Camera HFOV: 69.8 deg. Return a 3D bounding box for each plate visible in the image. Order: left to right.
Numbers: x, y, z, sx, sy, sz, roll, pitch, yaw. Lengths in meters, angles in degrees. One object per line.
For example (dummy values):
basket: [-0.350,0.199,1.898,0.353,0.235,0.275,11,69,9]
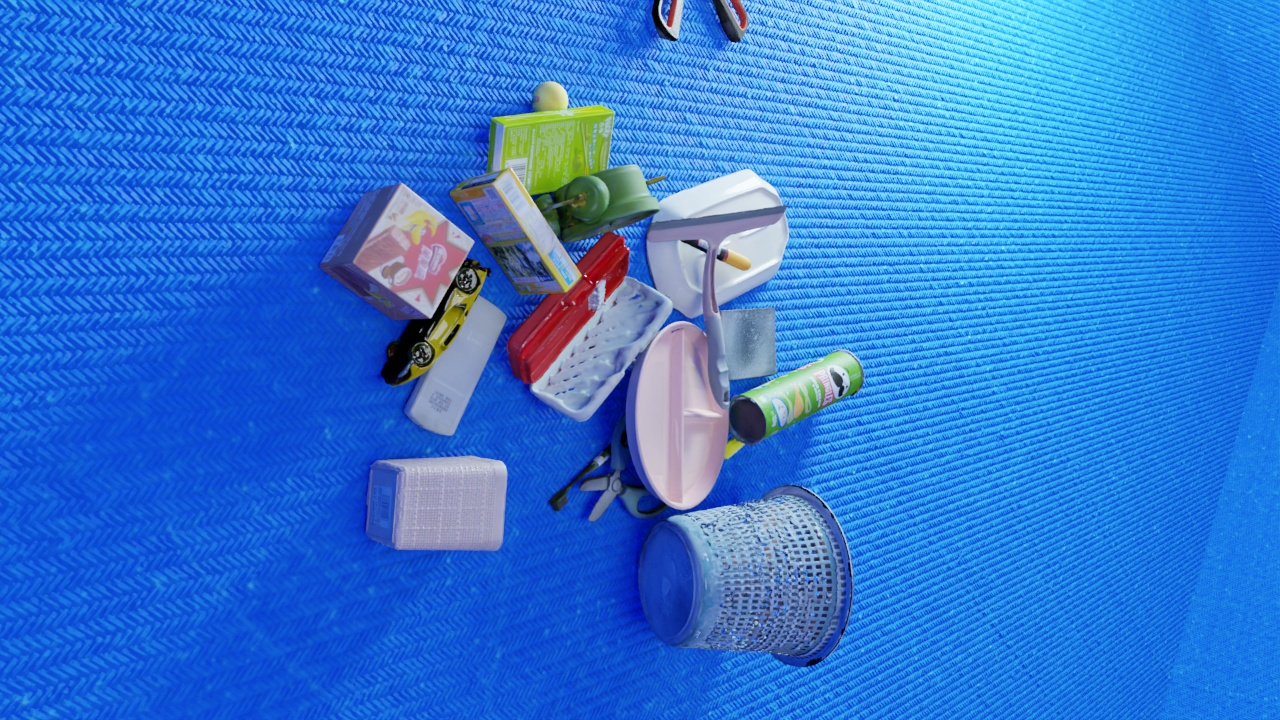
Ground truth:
plate: [0.047,0.067,1.128,0.229,0.028,0.229,4,86,-58]
plate: [0.115,-0.158,1.214,0.264,0.034,0.162,-26,108,-38]

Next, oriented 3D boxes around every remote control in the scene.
remote control: [-0.192,0.003,0.956,0.058,0.021,0.149,36,68,-36]

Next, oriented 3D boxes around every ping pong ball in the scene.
ping pong ball: [-0.100,-0.288,1.017,0.040,0.040,0.040,-1,92,-41]

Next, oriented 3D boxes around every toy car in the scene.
toy car: [-0.205,-0.037,0.913,0.041,0.071,0.155,40,68,-30]

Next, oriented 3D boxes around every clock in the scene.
clock: [-0.053,-0.172,1.015,0.160,0.116,0.056,-20,93,-43]

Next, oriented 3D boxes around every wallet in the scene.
wallet: [0.145,-0.023,1.257,0.120,0.019,0.097,-5,96,-42]

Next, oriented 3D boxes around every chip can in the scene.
chip can: [0.220,0.049,1.282,0.235,0.072,0.072,-21,104,-41]

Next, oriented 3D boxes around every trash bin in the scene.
trash bin: [0.112,0.264,1.123,0.194,0.227,0.226,5,87,-29]

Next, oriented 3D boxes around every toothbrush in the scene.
toothbrush: [-0.042,0.116,1.098,0.185,0.012,0.017,-41,123,-33]

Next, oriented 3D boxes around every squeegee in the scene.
squeegee: [0.094,-0.060,1.147,0.247,0.040,0.250,-14,108,-42]

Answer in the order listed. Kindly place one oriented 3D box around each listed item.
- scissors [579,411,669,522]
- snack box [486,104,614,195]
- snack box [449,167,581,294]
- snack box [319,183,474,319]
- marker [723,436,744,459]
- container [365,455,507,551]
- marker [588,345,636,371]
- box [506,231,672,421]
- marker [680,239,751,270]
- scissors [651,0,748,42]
scissors: [-0.001,0.141,1.121,0.181,0.019,0.170,51,60,-39]
snack box: [-0.098,-0.229,1.009,0.156,0.026,0.086,-20,133,-39]
snack box: [-0.131,-0.132,0.964,0.033,0.087,0.140,-47,120,-30]
snack box: [-0.233,-0.102,0.881,0.094,0.077,0.092,40,65,-35]
marker: [0.147,0.101,1.263,0.123,0.015,0.018,-34,98,-39]
container: [-0.204,0.141,0.908,0.110,0.090,0.090,6,87,-38]
marker: [-0.007,0.007,1.123,0.145,0.017,0.017,24,75,-39]
box: [-0.049,-0.039,1.028,0.200,0.100,0.102,-52,160,-28]
marker: [0.094,-0.139,1.163,0.123,0.015,0.018,19,80,-37]
scissors: [0.064,-0.493,1.174,0.233,0.022,0.220,45,58,-32]
